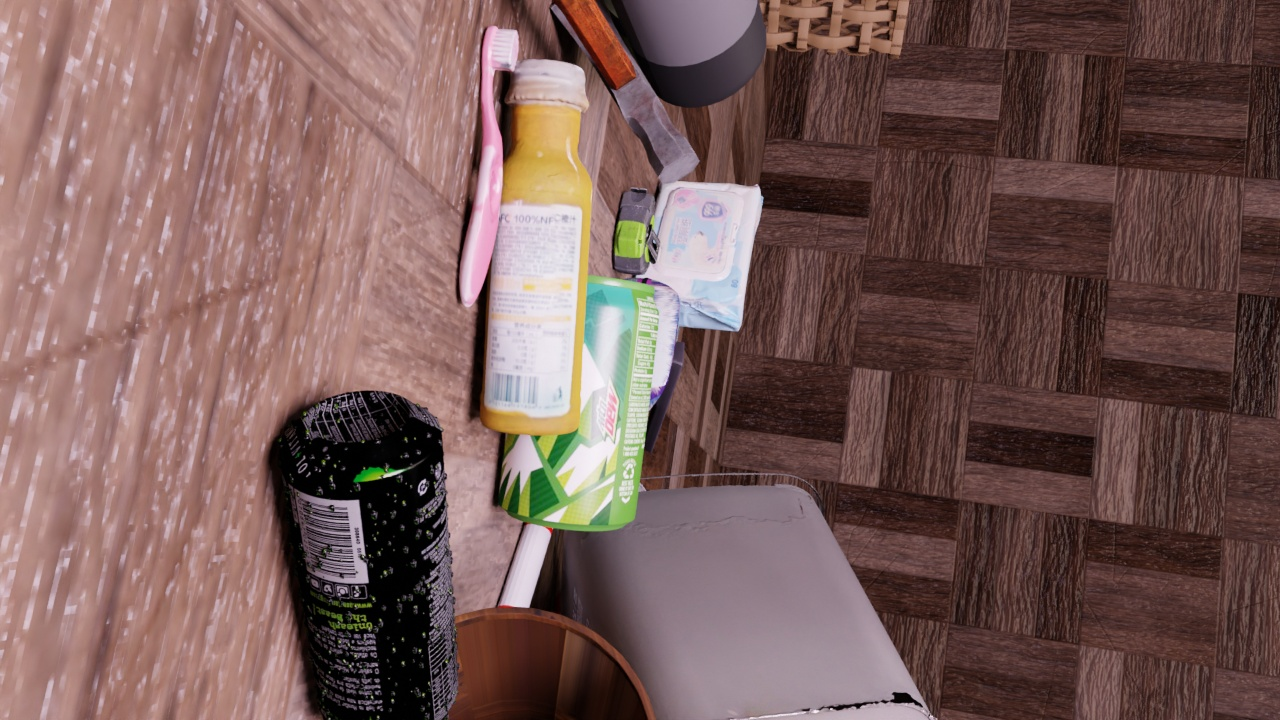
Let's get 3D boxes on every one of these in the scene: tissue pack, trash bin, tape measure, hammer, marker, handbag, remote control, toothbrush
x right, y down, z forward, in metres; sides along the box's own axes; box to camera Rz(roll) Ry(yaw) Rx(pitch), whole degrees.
[{"bbox_3d":[0.058,-0.107,0.933,0.070,0.112,0.181,87,14,-54],"label":"tissue pack"},{"bbox_3d":[0.055,0.204,0.558,0.220,0.197,0.197,-121,-149,-69],"label":"trash bin"},{"bbox_3d":[-0.001,-0.107,0.804,0.059,0.036,0.065,79,20,-64],"label":"tape measure"},{"bbox_3d":[-0.040,-0.182,0.424,0.111,0.028,0.300,61,9,16],"label":"hammer"},{"bbox_3d":[-0.078,0.145,0.590,0.019,0.019,0.145,87,14,-48],"label":"marker"},{"bbox_3d":[-0.005,0.005,0.824,0.170,0.068,0.144,90,10,-72],"label":"handbag"},{"bbox_3d":[0.020,0.038,0.895,0.137,0.015,0.032,107,-7,-45],"label":"remote control"},{"bbox_3d":[-0.073,-0.092,0.441,0.021,0.016,0.135,-8,105,-76],"label":"toothbrush"}]

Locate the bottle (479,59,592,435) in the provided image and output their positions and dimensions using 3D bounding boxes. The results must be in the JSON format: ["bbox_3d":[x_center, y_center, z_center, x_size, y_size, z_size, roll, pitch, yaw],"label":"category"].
[{"bbox_3d":[-0.053,-0.057,0.475,0.053,0.053,0.186,-24,118,-79],"label":"bottle"}]

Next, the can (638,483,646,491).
[{"bbox_3d":[-0.018,0.150,0.815,0.127,0.064,0.064,84,16,-54],"label":"can"}]

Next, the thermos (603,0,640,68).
[{"bbox_3d":[0.008,-0.284,0.581,0.232,0.082,0.082,76,23,-65],"label":"thermos"}]

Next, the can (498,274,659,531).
[{"bbox_3d":[-0.036,0.023,0.549,0.083,0.083,0.144,1,96,-80],"label":"can"}]

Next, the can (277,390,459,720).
[{"bbox_3d":[-0.094,0.079,0.329,0.053,0.054,0.138,-65,160,-61],"label":"can"}]

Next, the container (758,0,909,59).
[{"bbox_3d":[0.116,-0.404,0.732,0.219,0.214,0.252,-70,165,-52],"label":"container"}]

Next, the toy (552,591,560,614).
[{"bbox_3d":[-0.054,0.213,0.722,0.088,0.094,0.133,57,-11,-6],"label":"toy"}]

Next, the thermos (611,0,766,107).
[{"bbox_3d":[0.007,-0.240,0.482,0.240,0.082,0.082,52,45,-62],"label":"thermos"}]

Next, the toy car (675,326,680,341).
[{"bbox_3d":[0.015,-0.025,0.945,0.033,0.048,0.105,37,52,-41],"label":"toy car"}]

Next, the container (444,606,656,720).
[{"bbox_3d":[-0.062,0.217,0.439,0.168,0.132,0.131,95,8,-49],"label":"container"}]
